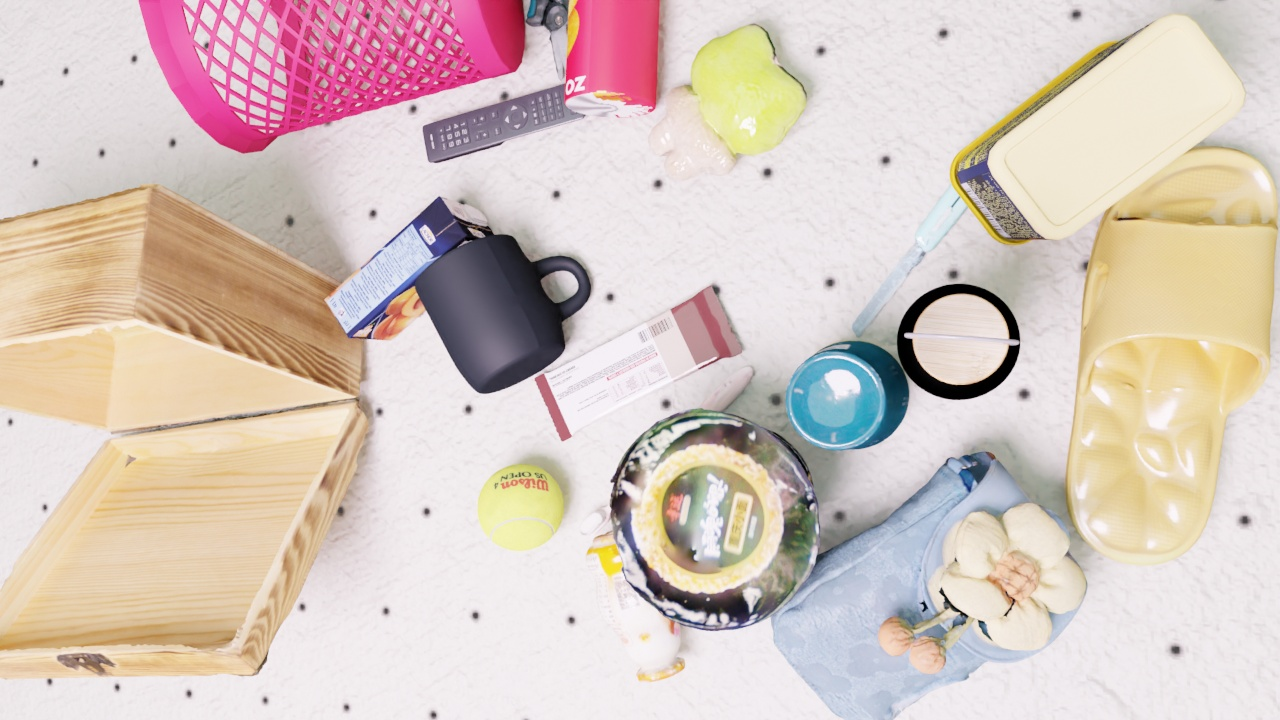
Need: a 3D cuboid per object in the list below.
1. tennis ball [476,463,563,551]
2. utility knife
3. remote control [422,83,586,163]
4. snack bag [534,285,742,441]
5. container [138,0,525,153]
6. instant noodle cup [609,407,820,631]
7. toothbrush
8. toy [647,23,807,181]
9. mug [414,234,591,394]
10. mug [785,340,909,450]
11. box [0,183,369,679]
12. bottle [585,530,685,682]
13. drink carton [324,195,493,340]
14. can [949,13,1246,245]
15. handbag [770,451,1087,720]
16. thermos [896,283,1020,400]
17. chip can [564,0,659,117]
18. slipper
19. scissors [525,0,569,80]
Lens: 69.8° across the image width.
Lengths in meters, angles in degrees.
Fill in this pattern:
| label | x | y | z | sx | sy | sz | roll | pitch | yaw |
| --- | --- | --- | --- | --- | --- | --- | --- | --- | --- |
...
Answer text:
| label | x | y | z | sx | sy | sz | roll | pitch | yaw |
| --- | --- | --- | --- | --- | --- | --- | --- | --- | --- |
| tennis ball | -0.090 | 0.111 | 0.693 | 0.065 | 0.065 | 0.065 | 0 | 90 | 18 |
| utility knife | 0.201 | -0.090 | 0.629 | 0.022 | 0.015 | 0.180 | 36 | 103 | 3 |
| remote control | -0.108 | -0.187 | 0.726 | 0.136 | 0.015 | 0.032 | -12 | 86 | 15 |
| snack bag | -0.004 | 0.004 | 0.693 | 0.158 | 0.013 | 0.057 | -28 | 80 | 16 |
| container | -0.213 | -0.264 | 0.687 | 0.226 | 0.183 | 0.183 | -6 | 88 | 10 |
| instant noodle cup | 0.058 | 0.100 | 0.621 | 0.137 | 0.112 | 0.137 | 0 | 91 | 18 |
| toothbrush | 0.018 | 0.069 | 0.684 | 0.181 | 0.018 | 0.015 | -45 | 77 | 12 |
| toy | 0.058 | -0.179 | 0.658 | 0.115 | 0.046 | 0.092 | -36 | 78 | 21 |
| mug | -0.094 | -0.040 | 0.693 | 0.121 | 0.085 | 0.094 | -27 | 81 | -14 |
| mug | 0.131 | 0.023 | 0.593 | 0.078 | 0.121 | 0.078 | 0 | 89 | 18 |
| box | -0.380 | 0.083 | 0.698 | 0.280 | 0.282 | 0.315 | -9 | 74 | 17 |
| bottle | 0.001 | 0.175 | 0.665 | 0.063 | 0.063 | 0.108 | -18 | 85 | 17 |
| drink carton | -0.178 | -0.070 | 0.722 | 0.130 | 0.064 | 0.040 | -38 | 79 | 14 |
| can | 0.266 | -0.133 | 0.550 | 0.135 | 0.104 | 0.075 | -38 | 91 | 12 |
| handbag | 0.178 | 0.152 | 0.576 | 0.192 | 0.118 | 0.122 | -35 | 97 | 11 |
| thermos | 0.178 | -0.009 | 0.520 | 0.061 | 0.231 | 0.061 | 0 | 90 | 18 |
| chip can | -0.018 | -0.295 | 0.669 | 0.069 | 0.069 | 0.220 | 3 | 91 | 18 |
| slipper | 0.319 | -0.003 | 0.556 | 0.099 | 0.078 | 0.263 | 10 | 93 | 20 |
| scissors | -0.065 | -0.295 | 0.711 | 0.128 | 0.019 | 0.140 | 35 | 102 | 14 |
